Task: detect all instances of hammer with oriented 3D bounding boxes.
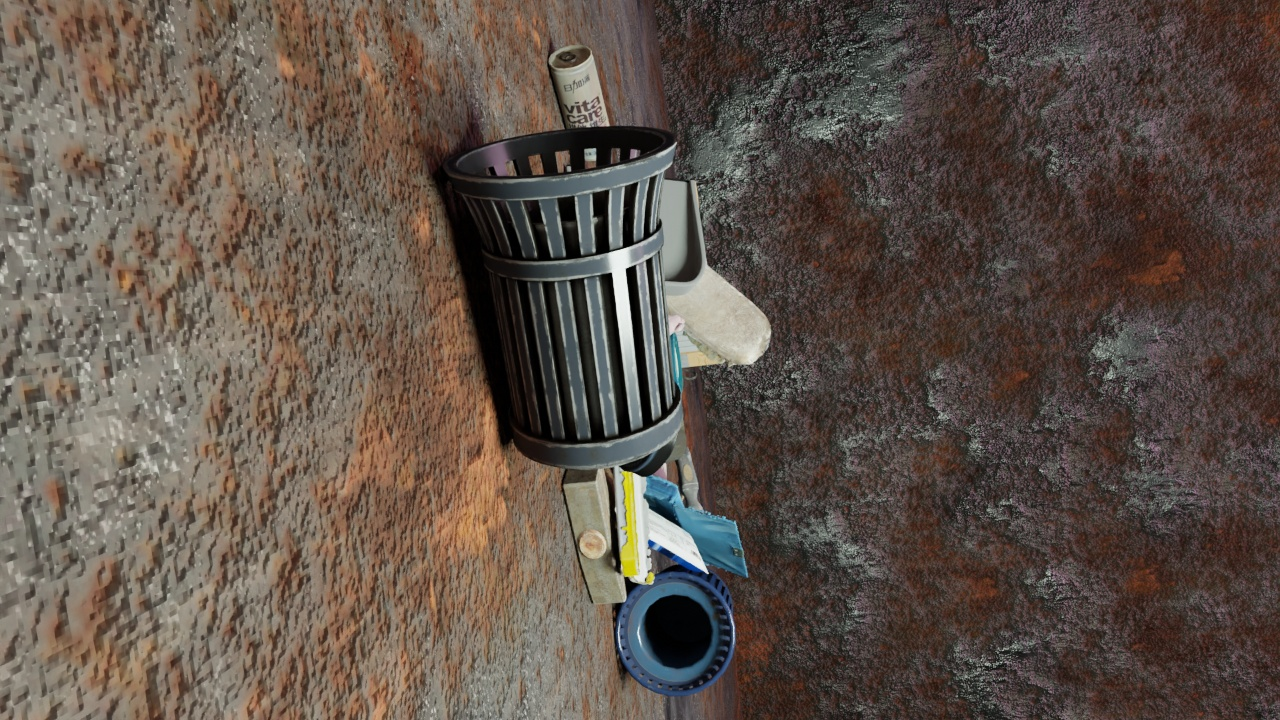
[{"bbox_3d":[-0.036,0.131,1.053,0.300,0.037,0.158,-80,161,-66],"label":"hammer"},{"bbox_3d":[0.054,0.224,1.408,0.332,0.030,0.119,98,-16,-65],"label":"hammer"}]

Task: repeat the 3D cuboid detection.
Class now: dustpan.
[{"bbox_3d":[-0.002,-0.114,1.072,0.033,0.163,0.257,129,-39,-64],"label":"dustpan"}]

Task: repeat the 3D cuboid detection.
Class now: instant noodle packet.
[{"bbox_3d":[0.022,0.208,1.122,0.026,0.134,0.087,-54,-163,8],"label":"instant noodle packet"}]

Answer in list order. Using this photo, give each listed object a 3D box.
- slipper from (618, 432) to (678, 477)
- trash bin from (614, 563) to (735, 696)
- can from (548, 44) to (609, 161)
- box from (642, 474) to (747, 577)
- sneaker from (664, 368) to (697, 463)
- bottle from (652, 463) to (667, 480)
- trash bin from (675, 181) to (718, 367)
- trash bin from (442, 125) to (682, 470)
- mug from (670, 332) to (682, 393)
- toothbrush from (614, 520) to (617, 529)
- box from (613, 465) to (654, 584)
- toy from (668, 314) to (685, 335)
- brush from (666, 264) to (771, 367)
[{"bbox_3d":[-0.041,0.001,0.915,0.109,0.083,0.265,-54,-147,25],"label":"slipper"},{"bbox_3d":[0.054,0.333,1.178,0.249,0.139,0.139,51,33,-79],"label":"trash bin"},{"bbox_3d":[-0.071,-0.313,1.128,0.136,0.054,0.054,75,11,-48],"label":"can"},{"bbox_3d":[0.058,0.219,1.209,0.033,0.174,0.232,-61,159,-22],"label":"box"},{"bbox_3d":[0.025,0.043,1.271,0.237,0.101,0.143,-90,-174,-70],"label":"sneaker"},{"bbox_3d":[0.012,0.150,1.354,0.051,0.051,0.146,63,21,-69],"label":"bottle"},{"bbox_3d":[0.032,-0.121,1.394,0.247,0.142,0.142,75,11,-47],"label":"trash bin"},{"bbox_3d":[-0.045,-0.046,0.696,0.164,0.164,0.228,-81,166,-65],"label":"trash bin"},{"bbox_3d":[-0.007,0.007,1.128,0.113,0.107,0.083,48,38,-77],"label":"mug"},{"bbox_3d":[-0.024,0.210,1.159,0.167,0.016,0.016,55,29,-76],"label":"toothbrush"},{"bbox_3d":[-0.010,0.132,0.993,0.129,0.034,0.209,57,26,-67],"label":"box"},{"bbox_3d":[-0.010,-0.042,1.084,0.075,0.125,0.037,-82,175,-54],"label":"toy"},{"bbox_3d":[0.043,-0.092,1.139,0.083,0.271,0.057,-52,-179,-8],"label":"brush"}]
